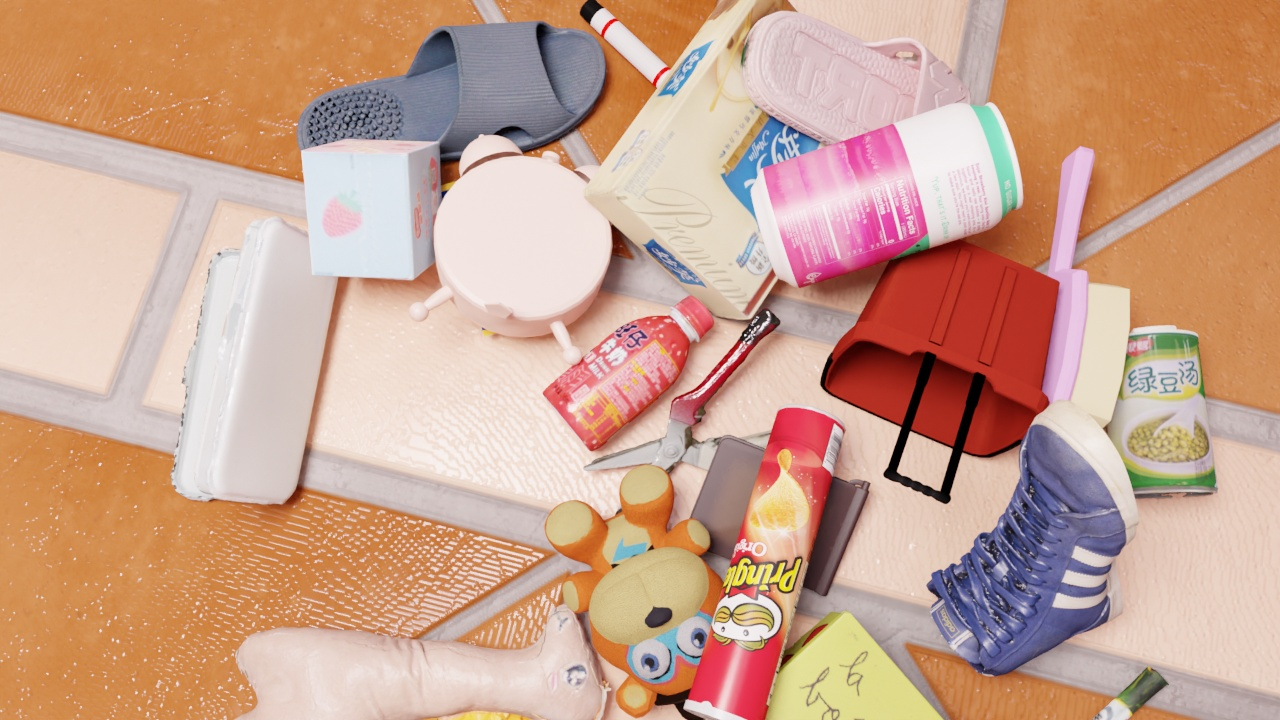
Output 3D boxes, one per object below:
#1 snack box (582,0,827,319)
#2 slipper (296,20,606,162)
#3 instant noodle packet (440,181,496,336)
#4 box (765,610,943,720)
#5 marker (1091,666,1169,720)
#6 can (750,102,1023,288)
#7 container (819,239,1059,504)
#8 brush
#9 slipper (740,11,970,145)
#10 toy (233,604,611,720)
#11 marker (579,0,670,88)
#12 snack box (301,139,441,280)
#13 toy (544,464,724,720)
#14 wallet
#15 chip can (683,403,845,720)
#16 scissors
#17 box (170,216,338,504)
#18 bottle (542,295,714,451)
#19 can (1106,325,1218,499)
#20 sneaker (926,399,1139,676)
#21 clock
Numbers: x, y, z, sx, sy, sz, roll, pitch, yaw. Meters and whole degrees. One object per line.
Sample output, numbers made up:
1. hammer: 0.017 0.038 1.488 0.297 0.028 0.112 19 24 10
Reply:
1. snack box: 0.077 -0.159 0.700 0.153 0.055 0.207 40 79 -25
2. slipper: -0.155 -0.216 0.741 0.263 0.082 0.101 -16 80 -2
3. instant noodle packet: -0.104 -0.093 0.740 0.087 0.026 0.134 -18 77 -8
4. box: 0.165 0.291 0.621 0.124 0.083 0.221 -37 80 -7
5. marker: 0.318 0.272 0.654 0.146 0.017 0.017 -38 79 -7
6. can: 0.165 -0.113 0.630 0.166 0.088 0.088 -17 77 14
7. container: 0.207 0.020 0.657 0.148 0.127 0.200 24 69 7
8. brush: 0.328 -0.051 0.690 0.043 0.089 0.228 15 78 -1
9. slipper: 0.186 -0.191 0.684 0.239 0.064 0.094 17 87 -27
10. toy: -0.158 0.260 0.650 0.264 0.065 0.196 8 85 -4
11. marker: 0.004 -0.253 0.777 0.019 0.019 0.145 -43 80 -8
12. snack box: -0.200 -0.117 0.696 0.079 0.094 0.093 2 109 1
13. toy: 0.008 0.168 0.651 0.112 0.096 0.176 -27 89 -4
14. wallet: 0.101 0.113 0.683 0.115 0.018 0.091 21 96 3
15. chip can: 0.087 0.135 0.616 0.052 0.052 0.214 19 68 5
16. scissors: 0.061 0.048 0.698 0.179 0.015 0.196 18 98 -10
17. box: -0.298 0.002 0.682 0.130 0.106 0.211 1 77 5
18. bottle: -0.004 0.004 0.698 0.137 0.062 0.062 -40 80 -8
19. can: 0.381 0.040 0.680 0.067 0.067 0.120 0 78 1
20. sneaker: 0.241 0.128 0.600 0.118 0.233 0.091 -28 47 2
21. clock: -0.086 -0.091 0.685 0.131 0.086 0.160 16 65 -5
